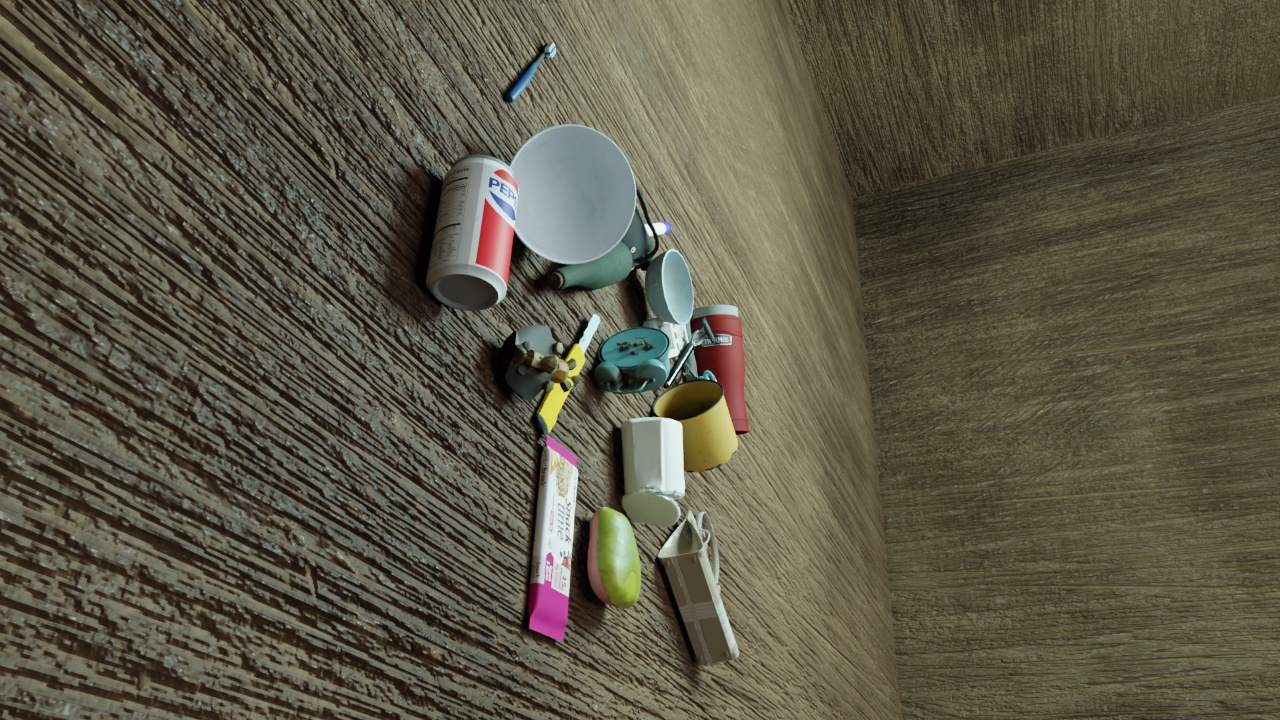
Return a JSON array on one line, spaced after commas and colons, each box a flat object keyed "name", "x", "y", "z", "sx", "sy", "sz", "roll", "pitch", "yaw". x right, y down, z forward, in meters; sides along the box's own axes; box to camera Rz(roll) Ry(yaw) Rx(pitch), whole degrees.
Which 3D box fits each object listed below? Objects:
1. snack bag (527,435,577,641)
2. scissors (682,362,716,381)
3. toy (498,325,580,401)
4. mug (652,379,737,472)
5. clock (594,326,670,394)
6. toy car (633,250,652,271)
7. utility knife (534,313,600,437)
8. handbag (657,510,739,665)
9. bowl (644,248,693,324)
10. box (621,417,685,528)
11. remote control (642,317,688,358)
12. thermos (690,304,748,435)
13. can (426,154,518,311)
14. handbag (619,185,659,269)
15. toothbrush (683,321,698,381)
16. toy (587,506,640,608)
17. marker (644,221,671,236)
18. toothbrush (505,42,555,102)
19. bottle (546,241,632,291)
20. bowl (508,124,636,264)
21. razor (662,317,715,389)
[{"name": "snack bag", "x": -0.086, "y": 0.178, "z": 0.927, "sx": 0.070, "sy": 0.016, "sz": 0.196, "roll": 50, "pitch": 37, "yaw": -54}, {"name": "scissors", "x": 0.088, "y": 0.030, "z": 1.337, "sx": 0.140, "sy": 0.015, "sz": 0.111, "roll": 52, "pitch": -19, "yaw": 31}, {"name": "toy", "x": -0.095, "y": 0.006, "z": 0.917, "sx": 0.100, "sy": 0.063, "sz": 0.076, "roll": 23, "pitch": 75, "yaw": -44}, {"name": "mug", "x": 0.080, "y": 0.086, "z": 1.281, "sx": 0.123, "sy": 0.101, "sz": 0.094, "roll": -76, "pitch": 151, "yaw": -60}, {"name": "clock", "x": -0.007, "y": 0.007, "z": 1.116, "sx": 0.124, "sy": 0.090, "sz": 0.053, "roll": -72, "pitch": 154, "yaw": -52}, {"name": "toy car", "x": -0.010, "y": -0.166, "z": 1.260, "sx": 0.112, "sy": 0.034, "sz": 0.046, "roll": 49, "pitch": 36, "yaw": -52}, {"name": "utility knife", "x": -0.077, "y": 0.009, "z": 1.032, "sx": 0.223, "sy": 0.019, "sz": 0.030, "roll": -63, "pitch": 144, "yaw": -50}, {"name": "handbag", "x": 0.088, "y": 0.290, "z": 1.289, "sx": 0.197, "sy": 0.062, "sz": 0.176, "roll": -71, "pitch": 145, "yaw": -66}, {"name": "bowl", "x": 0.035, "y": -0.099, "z": 1.278, "sx": 0.106, "sy": 0.039, "sz": 0.106, "roll": 28, "pitch": 58, "yaw": -59}, {"name": "box", "x": 0.014, "y": 0.138, "z": 1.121, "sx": 0.089, "sy": 0.080, "sz": 0.143, "roll": 62, "pitch": 24, "yaw": -73}, {"name": "remote control", "x": 0.039, "y": -0.034, "z": 1.331, "sx": 0.138, "sy": 0.025, "sz": 0.060, "roll": -17, "pitch": 96, "yaw": -69}, {"name": "thermos", "x": 0.124, "y": 0.019, "z": 1.455, "sx": 0.108, "sy": 0.084, "sz": 0.198, "roll": 69, "pitch": 17, "yaw": -79}, {"name": "can", "x": -0.151, "y": -0.116, "z": 0.832, "sx": 0.070, "sy": 0.070, "sz": 0.131, "roll": 49, "pitch": 37, "yaw": -52}, {"name": "handbag", "x": -0.031, "y": -0.171, "z": 1.170, "sx": 0.079, "sy": 0.054, "sz": 0.128, "roll": -42, "pitch": 122, "yaw": -30}, {"name": "toothbrush", "x": 0.067, "y": -0.049, "z": 1.418, "sx": 0.024, "sy": 0.022, "sz": 0.185, "roll": 10, "pitch": 69, "yaw": -73}, {"name": "toy", "x": -0.029, "y": 0.215, "z": 1.008, "sx": 0.090, "sy": 0.051, "sz": 0.109, "roll": 45, "pitch": 37, "yaw": -59}, {"name": "marker", "x": 0.015, "y": -0.194, "z": 1.359, "sx": 0.141, "sy": 0.020, "sz": 0.020, "roll": -28, "pitch": 106, "yaw": -68}, {"name": "toothbrush", "x": -0.127, "y": -0.338, "z": 1.074, "sx": 0.167, "sy": 0.014, "sz": 0.014, "roll": -73, "pitch": 157, "yaw": -51}, {"name": "bottle", "x": -0.064, "y": -0.106, "z": 1.069, "sx": 0.173, "sy": 0.055, "sz": 0.055, "roll": -34, "pitch": 111, "yaw": -66}, {"name": "bowl", "x": -0.085, "y": -0.178, "z": 0.991, "sx": 0.074, "sy": 0.143, "sz": 0.144, "roll": 25, "pitch": -46, "yaw": 66}, {"name": "razor", "x": 0.066, "y": -0.007, "z": 1.332, "sx": 0.143, "sy": 0.022, "sz": 0.043, "roll": -51, "pitch": 124, "yaw": -40}]
